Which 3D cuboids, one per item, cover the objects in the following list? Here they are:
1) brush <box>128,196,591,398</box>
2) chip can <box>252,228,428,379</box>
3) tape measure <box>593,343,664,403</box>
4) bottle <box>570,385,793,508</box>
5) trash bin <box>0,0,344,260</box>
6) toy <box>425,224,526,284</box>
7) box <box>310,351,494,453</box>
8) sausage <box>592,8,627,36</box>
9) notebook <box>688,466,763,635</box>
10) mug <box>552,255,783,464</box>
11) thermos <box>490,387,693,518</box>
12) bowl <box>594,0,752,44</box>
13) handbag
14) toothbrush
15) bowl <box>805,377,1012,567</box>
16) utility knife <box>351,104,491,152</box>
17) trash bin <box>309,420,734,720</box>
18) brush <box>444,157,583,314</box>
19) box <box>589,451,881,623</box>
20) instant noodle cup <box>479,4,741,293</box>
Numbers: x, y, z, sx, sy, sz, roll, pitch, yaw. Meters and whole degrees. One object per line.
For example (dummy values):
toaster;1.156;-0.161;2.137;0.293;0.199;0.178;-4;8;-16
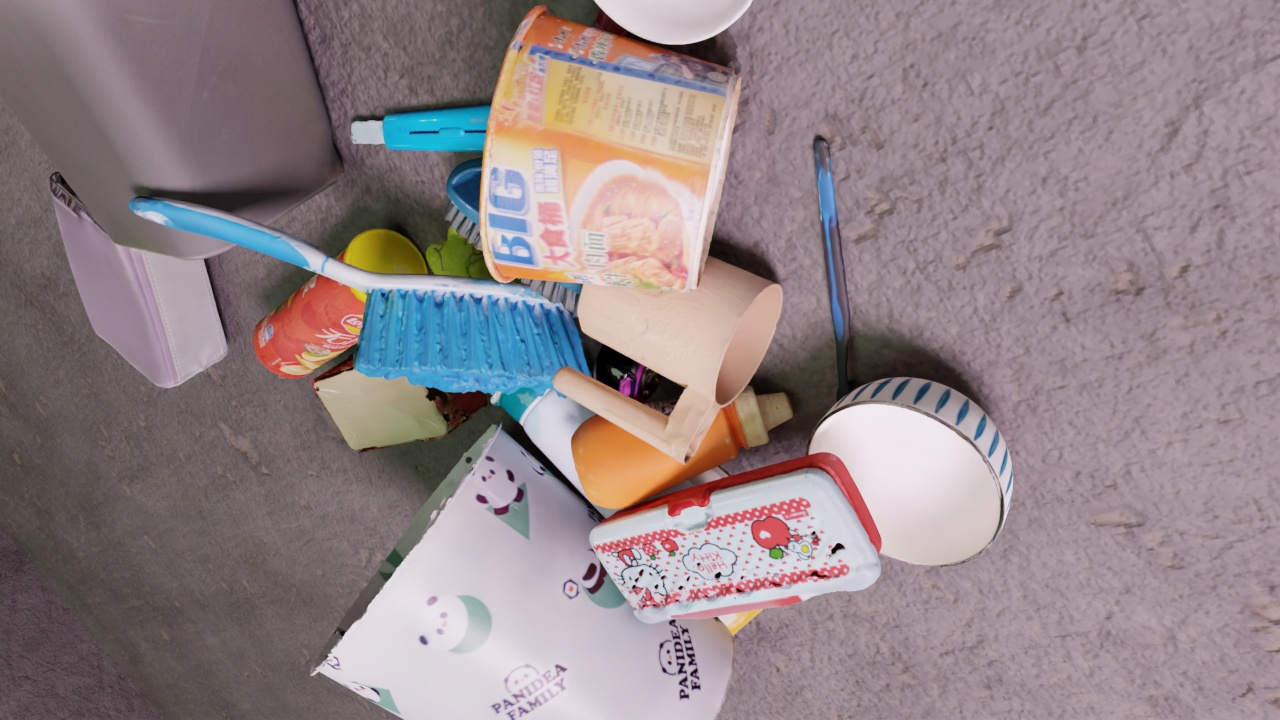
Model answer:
brush;-0.188;-0.041;0.630;0.314;0.109;0.061;5;166;-13
chip can;-0.267;-0.044;0.802;0.217;0.073;0.073;-22;106;46
tape measure;-0.004;0.004;0.643;0.039;0.057;0.058;26;150;23
bottle;0.030;0.052;0.620;0.149;0.066;0.067;-18;113;5
trash bin;-0.348;-0.210;0.665;0.199;0.198;0.220;14;134;32
toy;-0.116;-0.060;0.701;0.097;0.031;0.100;-31;97;39
box;-0.219;0.032;0.815;0.169;0.076;0.091;-13;111;43
sausage;-0.022;-0.189;0.543;0.020;0.020;0.156;42;137;5
notebook;0.041;0.161;0.757;0.146;0.010;0.207;40;136;8
mug;0.015;-0.013;0.576;0.103;0.124;0.084;27;173;22
thermos;-0.019;0.076;0.691;0.224;0.073;0.073;45;137;10
bowl;0.026;-0.223;0.448;0.118;0.064;0.118;20;131;24
handbag;-0.509;-0.090;0.933;0.145;0.098;0.197;26;134;18
toothbrush;0.119;-0.041;0.551;0.014;0.016;0.190;13;125;42
bowl;0.165;0.057;0.546;0.116;0.066;0.117;21;130;26
utility knife;-0.150;-0.165;0.661;0.186;0.018;0.034;8;126;35
trash bin;-0.081;0.211;0.711;0.252;0.228;0.230;38;137;-7
brush;-0.071;-0.093;0.625;0.144;0.055;0.074;37;137;10
box;0.053;0.120;0.581;0.202;0.047;0.087;-23;96;40
instant noodle cup;-0.011;-0.106;0.502;0.111;0.151;0.152;12;130;5
